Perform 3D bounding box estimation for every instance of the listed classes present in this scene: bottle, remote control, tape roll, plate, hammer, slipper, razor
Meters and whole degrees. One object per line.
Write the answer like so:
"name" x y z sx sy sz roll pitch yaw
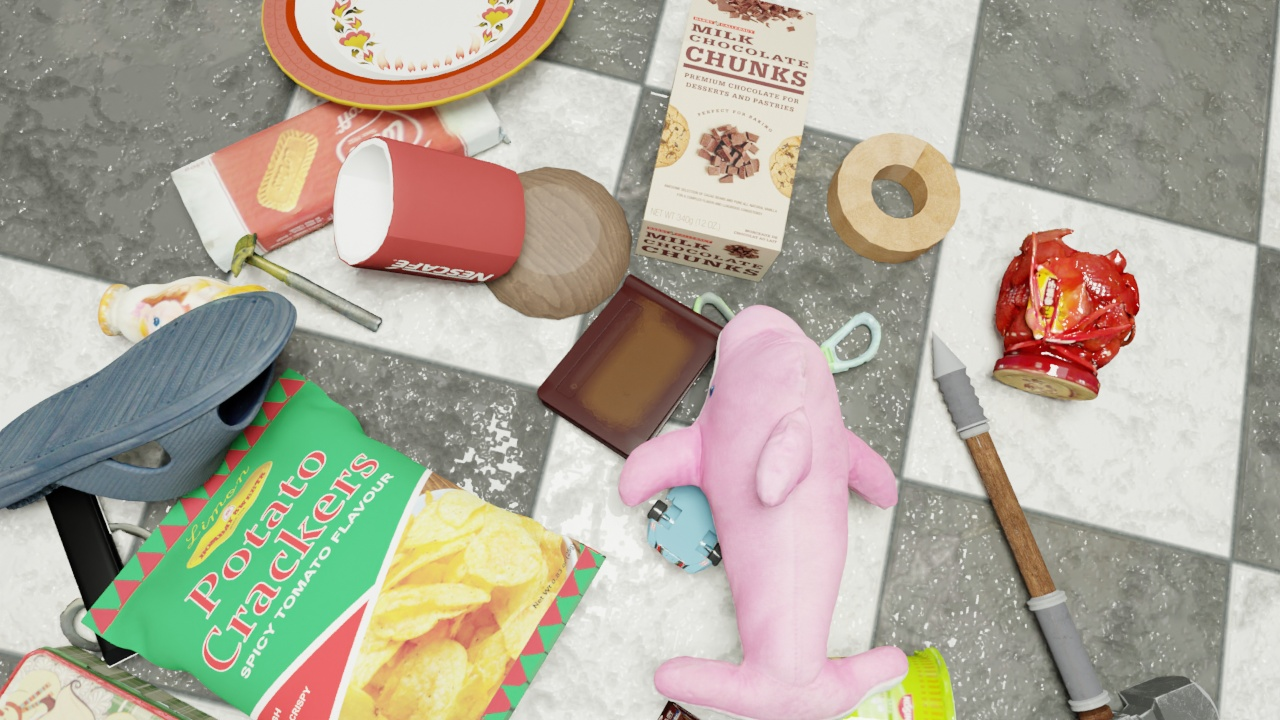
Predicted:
"bottle" 0.296 -0.035 0.643 0.099 0.099 0.111 18 83 -1
"remote control" -0.346 0.131 0.583 0.028 0.012 0.124 -26 75 -14
"tape roll" 0.190 -0.122 0.689 0.094 0.027 0.094 1 78 -5
"plate" -0.160 -0.264 0.671 0.230 0.021 0.229 -2 62 3
"hammer" 0.267 0.130 0.639 0.156 0.043 0.322 -17 78 -8
"slipper" -0.301 0.047 0.562 0.264 0.082 0.101 -23 37 19
"razor" -0.225 -0.049 0.624 0.106 0.042 0.026 31 95 -28
"bottle" -0.297 -0.025 0.610 0.108 0.063 0.063 8 77 -3

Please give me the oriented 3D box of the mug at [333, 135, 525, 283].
"mug" -0.150 -0.094 0.618 0.096 0.117 0.080 4 79 -43

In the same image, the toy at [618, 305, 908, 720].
"toy" 0.083 0.080 0.549 0.186 0.128 0.265 1 72 -7

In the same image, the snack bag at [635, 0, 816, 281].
"snack bag" 0.066 -0.174 0.669 0.094 0.070 0.206 13 77 -2

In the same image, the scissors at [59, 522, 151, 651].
"scissors" -0.292 0.157 0.597 0.169 0.013 0.132 30 72 1

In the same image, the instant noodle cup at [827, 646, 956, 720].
"instant noodle cup" 0.133 0.230 0.581 0.108 0.099 0.098 3 77 3

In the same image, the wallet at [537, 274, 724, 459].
"wallet" -0.004 0.004 0.641 0.091 0.018 0.115 32 75 19

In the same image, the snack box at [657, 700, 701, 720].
"snack box" 0.026 0.241 0.540 0.032 0.141 0.051 32 77 2

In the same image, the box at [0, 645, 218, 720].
"box" -0.304 0.266 0.555 0.205 0.050 0.117 28 78 1

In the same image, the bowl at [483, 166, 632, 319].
"bowl" -0.064 -0.090 0.660 0.118 0.030 0.117 1 78 -5

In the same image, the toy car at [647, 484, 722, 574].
"toy car" 0.047 0.097 0.627 0.060 0.028 0.107 35 65 9

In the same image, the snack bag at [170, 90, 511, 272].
"snack bag" -0.212 -0.146 0.655 0.225 0.041 0.077 -28 80 -9

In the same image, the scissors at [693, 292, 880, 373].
"scissors" 0.104 0.011 0.652 0.171 0.021 0.171 -36 78 -23

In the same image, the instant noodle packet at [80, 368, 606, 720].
"instant noodle packet" -0.180 0.141 0.564 0.253 0.090 0.195 29 68 11
